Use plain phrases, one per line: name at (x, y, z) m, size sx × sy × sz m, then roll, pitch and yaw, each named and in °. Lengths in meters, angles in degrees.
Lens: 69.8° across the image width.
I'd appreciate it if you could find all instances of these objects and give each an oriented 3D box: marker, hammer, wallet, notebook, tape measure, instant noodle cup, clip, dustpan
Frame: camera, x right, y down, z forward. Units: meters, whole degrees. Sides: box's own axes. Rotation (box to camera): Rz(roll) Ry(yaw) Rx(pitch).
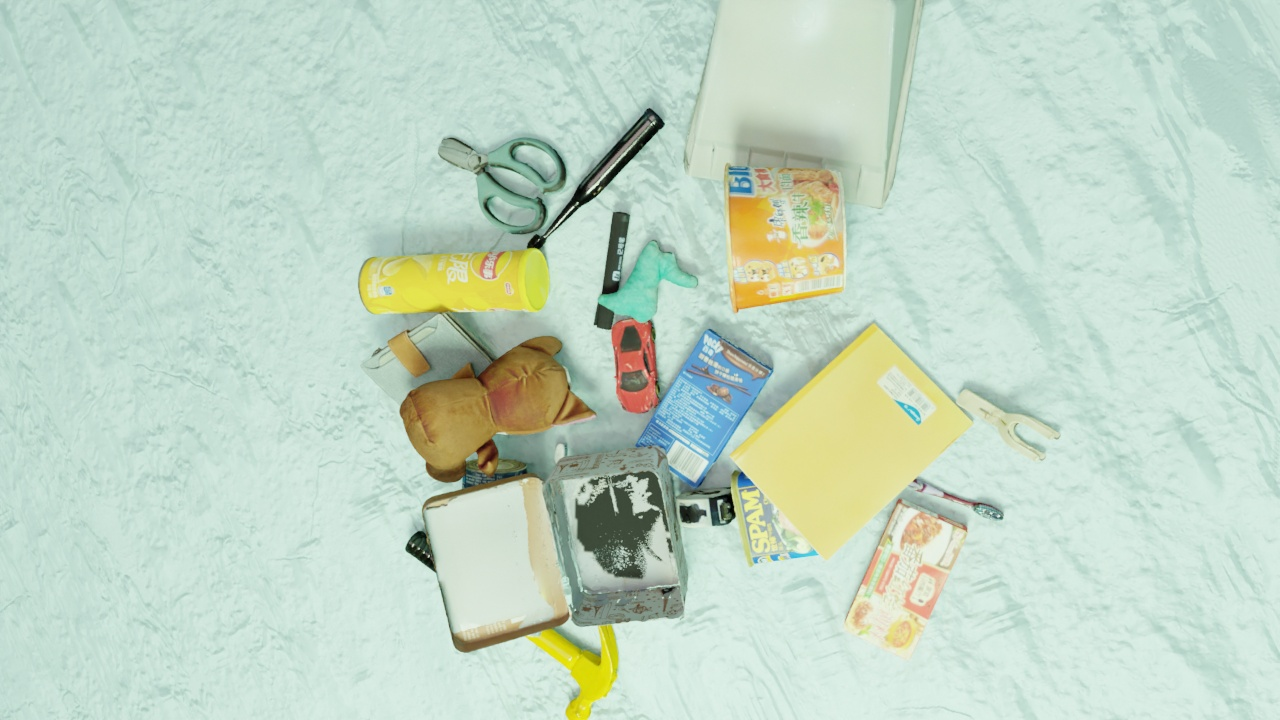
marker at (-0.032, -0.100, 1.026) m, size 0.022 × 0.020 × 0.132 m, roll 15°, pitch 101°, yaw 29°
hammer at (-0.156, 0.299, 1.095) m, size 0.301 × 0.032 × 0.129 m, roll 32°, pitch 103°, yaw 12°
wallet at (-0.248, 0.007, 1.071) m, size 0.130 × 0.037 × 0.106 m, roll -30°, pitch 123°, yaw 19°
notebook at (0.214, 0.082, 0.936) m, size 0.206 × 0.010 × 0.146 m, roll -43°, pitch 81°, yaw -3°
tape measure at (0.071, 0.159, 0.993) m, size 0.066 × 0.065 × 0.033 m, roll -7°, pitch 90°, yaw 16°
instant noodle cup at (0.143, -0.124, 0.908) m, size 0.111 × 0.151 × 0.151 m, roll -3°, pitch 94°, yaw 10°
clip at (0.362, 0.064, 0.895) m, size 0.101 × 0.096 × 0.035 m, roll 31°, pitch 103°, yaw 1°
dustpan at (0.176, -0.320, 0.945) m, size 0.223 × 0.142 × 0.258 m, roll 13°, pitch 128°, yaw 16°

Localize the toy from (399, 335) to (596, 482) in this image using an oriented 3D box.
toy at (-0.160, 0.054, 1.021) m, size 0.199 × 0.130 × 0.140 m, roll -26°, pitch 71°, yaw -8°

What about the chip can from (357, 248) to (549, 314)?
chip can at (-0.215, -0.090, 1.057) m, size 0.214 × 0.072 × 0.072 m, roll 0°, pitch 95°, yaw 18°

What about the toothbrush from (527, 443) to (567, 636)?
toothbrush at (-0.109, 0.205, 1.055) m, size 0.027 × 0.026 × 0.221 m, roll 8°, pitch 86°, yaw 18°

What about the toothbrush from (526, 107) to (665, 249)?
toothbrush at (-0.055, -0.194, 1.022) m, size 0.213 × 0.026 × 0.027 m, roll -43°, pitch 48°, yaw 18°

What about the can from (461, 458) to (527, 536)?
can at (-0.171, 0.172, 1.065) m, size 0.075 × 0.075 × 0.111 m, roll 5°, pitch 96°, yaw 17°

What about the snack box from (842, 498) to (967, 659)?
snack box at (0.275, 0.228, 0.957) m, size 0.075 × 0.025 × 0.153 m, roll 23°, pitch 101°, yaw 14°

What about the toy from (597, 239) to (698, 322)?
toy at (0.011, -0.084, 1.002) m, size 0.096 × 0.030 × 0.092 m, roll 24°, pitch 88°, yaw 15°

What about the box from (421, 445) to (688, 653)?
box at (-0.090, 0.202, 0.991) m, size 0.261 × 0.102 × 0.179 m, roll -9°, pitch 103°, yaw 8°

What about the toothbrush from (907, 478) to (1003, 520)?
toothbrush at (0.282, 0.129, 0.949) m, size 0.188 × 0.017 × 0.016 m, roll 20°, pitch 100°, yaw 14°

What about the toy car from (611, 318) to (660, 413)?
toy car at (-0.006, 0.006, 1.016) m, size 0.049 × 0.031 × 0.106 m, roll -6°, pitch 86°, yaw 19°

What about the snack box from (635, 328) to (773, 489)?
snack box at (0.069, 0.053, 1.004) m, size 0.084 × 0.026 × 0.157 m, roll 34°, pitch 104°, yaw 12°

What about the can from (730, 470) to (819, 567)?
can at (0.148, 0.162, 0.975) m, size 0.083 × 0.057 × 0.102 m, roll -12°, pitch 92°, yaw 16°

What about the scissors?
scissors at (-0.155, -0.232, 1.051) m, size 0.129 × 0.019 × 0.185 m, roll -44°, pitch 76°, yaw 11°
